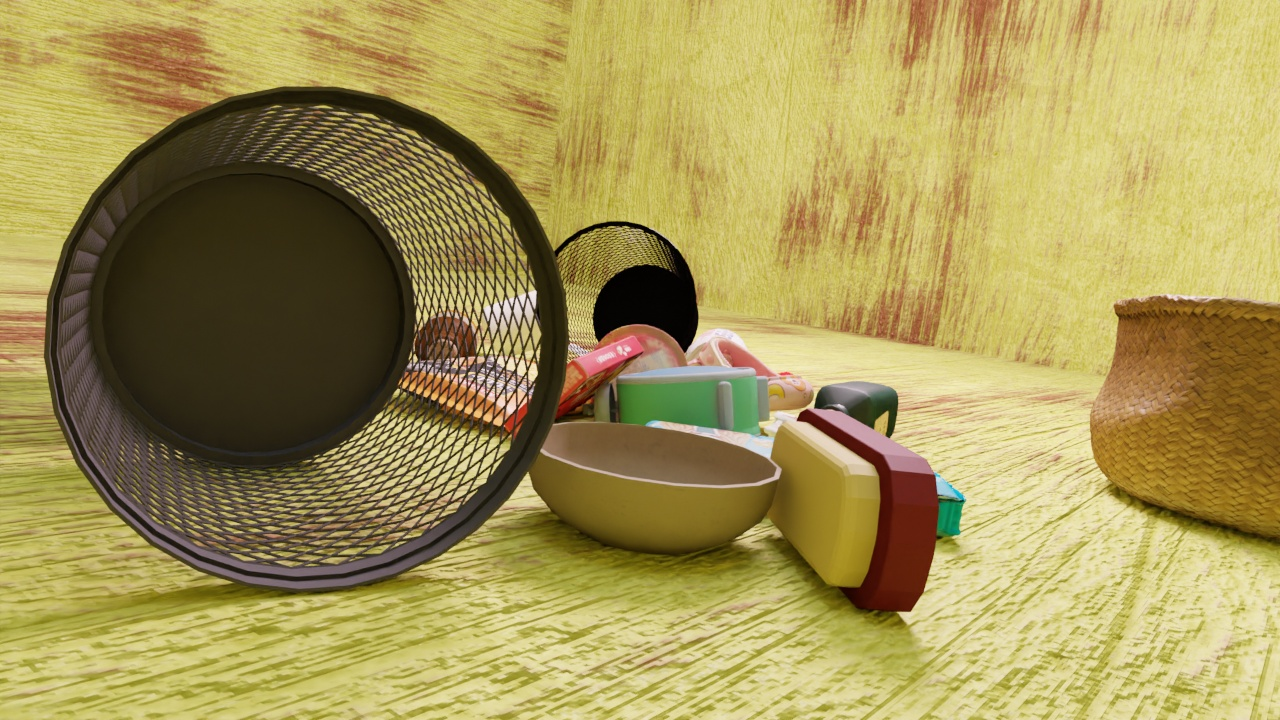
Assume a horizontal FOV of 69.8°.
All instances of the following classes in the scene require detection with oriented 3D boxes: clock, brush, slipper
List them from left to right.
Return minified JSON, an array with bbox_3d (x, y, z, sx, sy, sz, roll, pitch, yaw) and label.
[{"bbox_3d":[0.024,0.044,0.800,0.162,0.075,0.121,-3,1,32],"label":"clock"},{"bbox_3d":[0.092,0.015,0.966,0.198,0.081,0.093,-1,-2,40],"label":"slipper"},{"bbox_3d":[0.111,0.079,0.527,0.042,0.082,0.173,7,7,-9],"label":"brush"}]

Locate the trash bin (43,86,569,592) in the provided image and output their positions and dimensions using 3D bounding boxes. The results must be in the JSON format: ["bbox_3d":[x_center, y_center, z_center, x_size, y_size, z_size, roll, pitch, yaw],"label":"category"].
[{"bbox_3d":[-0.187,-0.018,0.493,0.217,0.218,0.228,3,4,-31],"label":"trash bin"}]

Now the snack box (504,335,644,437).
[{"bbox_3d":[-0.054,0.021,0.792,0.021,0.089,0.132,51,22,5],"label":"snack box"}]

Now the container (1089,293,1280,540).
[{"bbox_3d":[0.580,0.050,0.828,0.307,0.196,0.307,6,6,-1],"label":"container"}]

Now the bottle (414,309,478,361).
[{"bbox_3d":[-0.216,-0.017,1.023,0.068,0.068,0.157,6,7,-10],"label":"bottle"}]

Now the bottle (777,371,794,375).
[{"bbox_3d":[0.147,0.035,1.098,0.042,0.042,0.141,14,9,40],"label":"bottle"}]

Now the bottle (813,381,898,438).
[{"bbox_3d":[0.210,0.055,0.922,0.061,0.061,0.131,10,7,31],"label":"bottle"}]

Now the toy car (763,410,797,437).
[{"bbox_3d":[0.153,0.077,0.803,0.039,0.039,0.113,-20,20,-27],"label":"toy car"}]

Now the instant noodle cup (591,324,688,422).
[{"bbox_3d":[-0.005,0.005,0.920,0.097,0.098,0.108,7,9,-4],"label":"instant noodle cup"}]

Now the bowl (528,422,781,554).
[{"bbox_3d":[0.005,0.078,0.550,0.152,0.050,0.152,8,7,-1],"label":"bowl"}]

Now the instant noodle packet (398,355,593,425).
[{"bbox_3d":[-0.135,0.026,0.884,0.160,0.032,0.220,18,11,24],"label":"instant noodle packet"}]

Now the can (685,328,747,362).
[{"bbox_3d":[0.097,0.003,1.163,0.078,0.078,0.136,9,7,7],"label":"can"}]

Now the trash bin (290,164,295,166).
[{"bbox_3d":[-0.331,-0.046,0.729,0.200,0.195,0.195,1,1,44],"label":"trash bin"}]

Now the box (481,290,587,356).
[{"bbox_3d":[-0.127,-0.025,1.225,0.140,0.141,0.083,-21,4,2],"label":"box"}]

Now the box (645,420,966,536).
[{"bbox_3d":[0.110,0.083,0.665,0.227,0.041,0.094,8,7,3],"label":"box"}]

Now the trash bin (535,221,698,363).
[{"bbox_3d":[-0.011,-0.061,1.134,0.184,0.184,0.210,9,-1,10],"label":"trash bin"}]
